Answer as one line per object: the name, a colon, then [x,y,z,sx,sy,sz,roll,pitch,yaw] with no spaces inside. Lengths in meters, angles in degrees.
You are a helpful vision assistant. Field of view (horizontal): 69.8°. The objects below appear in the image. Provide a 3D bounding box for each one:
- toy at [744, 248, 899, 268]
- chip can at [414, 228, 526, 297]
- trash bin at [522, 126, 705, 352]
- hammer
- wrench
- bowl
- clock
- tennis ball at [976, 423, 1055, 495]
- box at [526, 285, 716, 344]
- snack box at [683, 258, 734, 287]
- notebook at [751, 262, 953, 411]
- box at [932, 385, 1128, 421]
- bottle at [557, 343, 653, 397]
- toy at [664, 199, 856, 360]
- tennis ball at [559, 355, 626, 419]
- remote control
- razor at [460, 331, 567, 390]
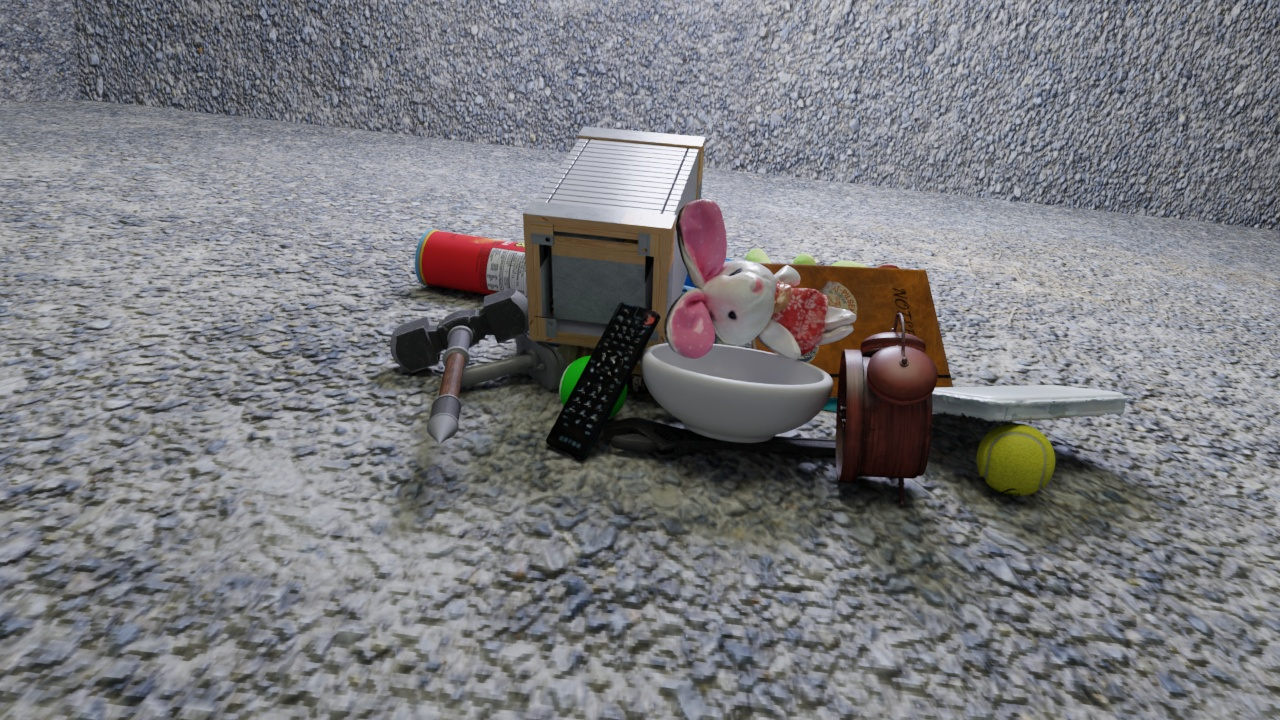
toy: [0.218,-0.061,1.121,0.197,0.150,0.107,9,36,11]
chip can: [-0.193,-0.126,1.256,0.213,0.087,0.086,10,19,14]
trash bin: [-0.021,-0.138,0.996,0.142,0.143,0.246,7,34,8]
hammer: [-0.172,0.011,0.842,0.156,0.043,0.322,-19,20,-1]
wrench: [0.100,0.077,0.862,0.273,0.018,0.073,4,17,-11]
bowl: [0.085,0.034,0.849,0.176,0.066,0.176,7,12,-2]
clock: [0.212,0.036,0.800,0.072,0.158,0.120,3,18,8]
tennis ball: [0.337,0.089,0.823,0.065,0.065,0.065,5,19,-2]
box: [-0.013,-0.060,1.112,0.232,0.094,0.111,9,17,14]
snack box: [0.100,-0.119,1.311,0.196,0.056,0.238,19,13,35]
notebook: [0.226,-0.025,1.026,0.249,0.178,0.014,1,-22,-16]
box: [0.350,0.041,0.921,0.209,0.045,0.192,0,-1,-30]
bottle: [-0.006,0.006,0.968,0.166,0.060,0.059,9,19,9]
toy: [0.111,-0.053,0.871,0.194,0.158,0.084,19,-23,-19]
tennis ball: [-0.045,0.028,0.881,0.065,0.065,0.065,5,19,-2]
remote control: [-0.031,0.019,0.834,0.047,0.150,0.022,20,-15,34]
razor: [-0.148,0.009,0.952,0.116,0.047,0.088,-15,27,-30]
